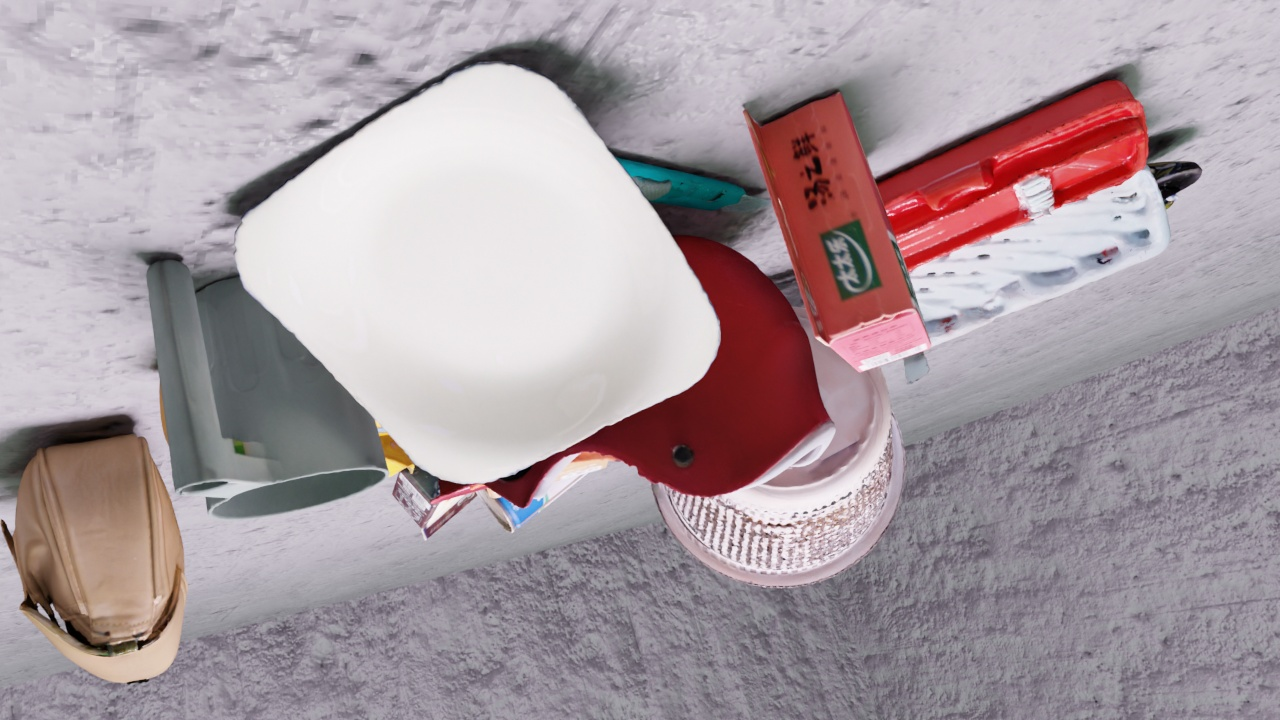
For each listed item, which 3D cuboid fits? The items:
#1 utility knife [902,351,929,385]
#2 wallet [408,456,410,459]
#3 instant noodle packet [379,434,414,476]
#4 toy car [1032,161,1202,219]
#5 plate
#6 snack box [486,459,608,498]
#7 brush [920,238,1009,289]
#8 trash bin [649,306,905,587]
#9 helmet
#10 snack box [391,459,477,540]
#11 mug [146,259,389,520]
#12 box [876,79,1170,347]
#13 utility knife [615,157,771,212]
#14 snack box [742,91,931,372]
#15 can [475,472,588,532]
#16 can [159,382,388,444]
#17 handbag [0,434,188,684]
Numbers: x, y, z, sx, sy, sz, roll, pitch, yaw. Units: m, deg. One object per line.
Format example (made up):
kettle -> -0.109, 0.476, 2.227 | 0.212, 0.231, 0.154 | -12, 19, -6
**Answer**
utility knife -> 0.208, -0.024, 0.721 | 0.034, 0.018, 0.207 | -25, -166, 20
wallet -> -0.218, 0.063, 0.747 | 0.118, 0.035, 0.131 | -12, 163, -31
instant noodle packet -> -0.231, 0.059, 0.635 | 0.111, 0.044, 0.128 | -14, 151, 14
toy car -> 0.330, -0.109, 0.680 | 0.070, 0.042, 0.159 | -5, 164, -40
plate -> -0.064, -0.031, 0.388 | 0.164, 0.164, 0.034 | -26, -152, 19
snack box -> -0.079, 0.041, 0.678 | 0.092, 0.094, 0.077 | -14, 167, -9
brush -> 0.218, -0.063, 0.671 | 0.146, 0.073, 0.063 | -22, 167, 26
trash bin -> 0.111, 0.059, 0.735 | 0.227, 0.227, 0.192 | -17, 160, 1
helmet -> -0.015, 0.006, 0.526 | 0.240, 0.144, 0.206 | -8, 177, 25
snack box -> -0.151, 0.089, 0.785 | 0.113, 0.053, 0.126 | -41, 178, -27
mug -> -0.180, 0.014, 0.433 | 0.084, 0.103, 0.124 | -18, 166, 7
box -> 0.219, -0.079, 0.581 | 0.201, 0.049, 0.160 | -23, 140, 24
utility knife -> 0.011, -0.086, 0.453 | 0.029, 0.013, 0.177 | -26, 164, 40
snack box -> 0.101, -0.060, 0.450 | 0.044, 0.113, 0.127 | -20, 166, 18
can -> -0.068, 0.078, 0.747 | 0.134, 0.053, 0.053 | -37, 174, -22
can -> -0.196, 0.020, 0.534 | 0.145, 0.058, 0.058 | -5, 162, -41
handbag -> -0.359, 0.136, 0.610 | 0.099, 0.147, 0.205 | -11, 161, -29
